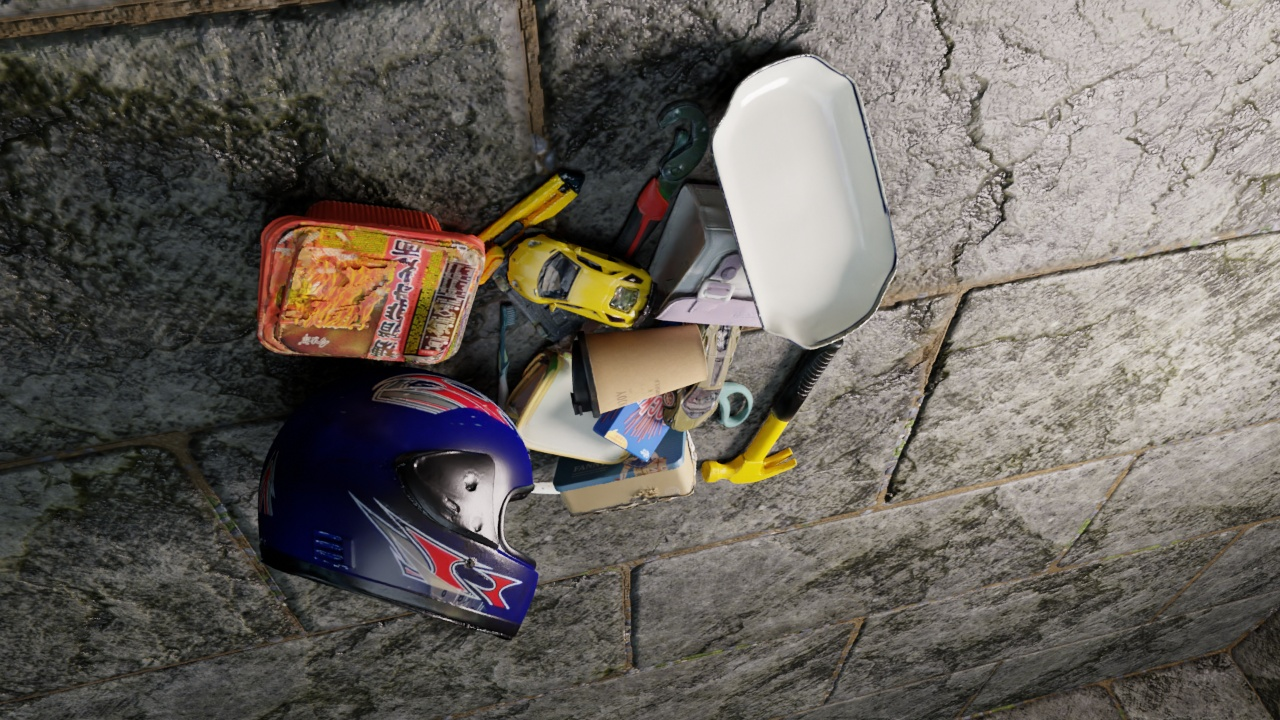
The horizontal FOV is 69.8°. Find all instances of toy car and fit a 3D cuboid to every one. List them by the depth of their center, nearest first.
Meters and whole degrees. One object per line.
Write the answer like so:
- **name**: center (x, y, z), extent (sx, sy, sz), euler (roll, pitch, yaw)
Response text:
- **toy car**: center (-0.058, -0.076, 0.894), extent (0.155, 0.041, 0.071), euler (18, 109, -29)
- **toy car**: center (-0.102, -0.069, 0.930), extent (0.054, 0.036, 0.120), euler (-31, 130, 10)
- **toy car**: center (0.070, 0.011, 1.032), extent (0.070, 0.042, 0.158), euler (-1, 115, -41)

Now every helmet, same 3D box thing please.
- **helmet**: center (-0.228, 0.138, 0.962), extent (0.315, 0.240, 0.248), euler (31, 160, -34)

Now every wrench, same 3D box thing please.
- **wrench**: center (-0.002, -0.136, 0.902), extent (0.056, 0.016, 0.274), euler (8, 135, -24)

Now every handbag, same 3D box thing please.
- **handbag**: center (0.118, -0.095, 0.940), extent (0.196, 0.098, 0.145), euler (2, 143, -23)
- **handbag**: center (-0.053, 0.026, 1.058), extent (0.163, 0.063, 0.179), euler (16, 116, -36)

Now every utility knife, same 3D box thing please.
- **utility knife**: center (-0.132, -0.117, 0.875), extent (0.203, 0.015, 0.033), euler (-34, 137, 21)

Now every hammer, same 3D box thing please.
- **hammer**: center (0.188, 0.070, 1.212), extent (0.128, 0.032, 0.302), euler (1, 139, -22)

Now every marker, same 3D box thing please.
- **marker**: center (-0.167, -0.072, 0.904), extent (0.018, 0.015, 0.124), euler (-4, 153, -41)

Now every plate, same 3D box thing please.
- **plate**: center (0.148, -0.142, 0.845), extent (0.161, 0.034, 0.266), euler (-27, 113, -15)

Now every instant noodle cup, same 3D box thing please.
- **instant noodle cup**: center (-0.248, -0.074, 0.833), extent (0.188, 0.079, 0.165), euler (3, 137, -26)

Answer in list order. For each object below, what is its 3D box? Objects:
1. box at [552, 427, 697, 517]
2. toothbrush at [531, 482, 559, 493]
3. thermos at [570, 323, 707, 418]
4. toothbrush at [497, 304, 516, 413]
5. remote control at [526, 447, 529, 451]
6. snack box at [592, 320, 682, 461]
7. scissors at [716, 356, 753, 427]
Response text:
- **box**: center (-0.023, 0.138, 1.142), extent (0.184, 0.089, 0.061), euler (-13, 119, 11)
- **toothbrush**: center (-0.169, 0.171, 1.213), extent (0.187, 0.016, 0.017), euler (3, 145, -24)
- **thermos**: center (-0.006, 0.006, 0.958), extent (0.143, 0.093, 0.093), euler (-11, 141, -3)
- **toothbrush**: center (-0.149, 0.005, 1.019), extent (0.018, 0.016, 0.192), euler (-15, 143, -21)
- **remote control**: center (-0.204, 0.117, 1.130), extent (0.135, 0.019, 0.056), euler (-2, 139, -19)
- **snack box**: center (0.019, 0.033, 1.047), extent (0.084, 0.026, 0.157), euler (35, 88, -45)
- **scissors**: center (0.058, 0.057, 1.159), extent (0.178, 0.019, 0.170), euler (-24, 143, 10)
